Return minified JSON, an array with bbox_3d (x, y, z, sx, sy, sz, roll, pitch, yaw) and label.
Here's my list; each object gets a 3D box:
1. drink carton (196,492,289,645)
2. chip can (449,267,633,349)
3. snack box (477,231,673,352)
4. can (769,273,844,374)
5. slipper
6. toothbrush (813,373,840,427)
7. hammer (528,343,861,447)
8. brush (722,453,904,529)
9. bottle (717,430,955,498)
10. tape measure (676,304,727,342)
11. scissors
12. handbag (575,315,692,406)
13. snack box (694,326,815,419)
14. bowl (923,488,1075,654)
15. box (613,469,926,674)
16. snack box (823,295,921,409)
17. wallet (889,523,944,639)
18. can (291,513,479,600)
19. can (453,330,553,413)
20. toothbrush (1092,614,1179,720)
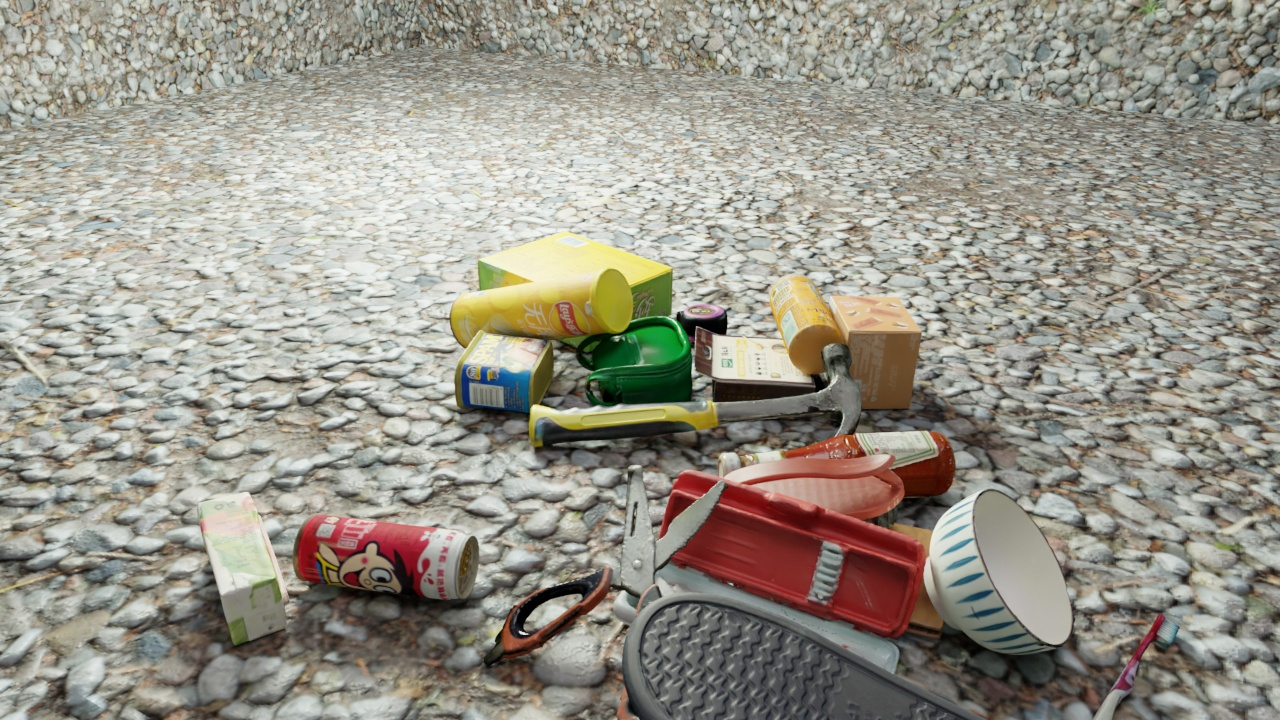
[{"bbox_3d":[-0.305,0.156,0.706,0.045,0.054,0.122,-15,31,-28],"label":"drink carton"},{"bbox_3d":[-0.114,-0.055,1.034,0.214,0.072,0.071,-6,20,33],"label":"chip can"},{"bbox_3d":[-0.084,-0.094,1.179,0.210,0.070,0.157,24,35,38],"label":"snack box"},{"bbox_3d":[0.178,-0.042,0.994,0.058,0.058,0.145,0,27,-1],"label":"can"},{"bbox_3d":[0.108,0.234,0.543,0.268,0.083,0.110,22,41,4],"label":"slipper"},{"bbox_3d":[0.195,0.019,1.017,0.014,0.018,0.189,0,28,-4],"label":"toothbrush"},{"bbox_3d":[0.052,0.055,0.893,0.323,0.032,0.126,-5,56,3],"label":"hammer"},{"bbox_3d":[0.140,0.112,0.747,0.146,0.069,0.063,-10,27,11],"label":"brush"},{"bbox_3d":[0.172,0.096,0.814,0.206,0.060,0.059,-2,27,-6],"label":"bottle"},{"bbox_3d":[0.077,-0.043,1.115,0.057,0.039,0.058,-13,25,-24],"label":"tape measure"},{"bbox_3d":[-0.009,0.167,0.658,0.225,0.015,0.189,-34,46,-13],"label":"scissors"},{"bbox_3d":[-0.006,0.006,0.986,0.120,0.068,0.131,-5,27,-8],"label":"handbag"},{"bbox_3d":[0.120,0.012,0.989,0.126,0.053,0.113,3,27,4],"label":"snack box"},{"bbox_3d":[0.251,0.159,0.667,0.066,0.116,0.116,-36,3,37],"label":"bowl"},{"bbox_3d":[0.096,0.168,0.677,0.201,0.074,0.154,15,58,24],"label":"box"},{"bbox_3d":[0.247,-0.010,0.989,0.077,0.093,0.094,0,27,-2],"label":"snack box"},{"bbox_3d":[0.195,0.167,0.727,0.101,0.020,0.115,8,30,21],"label":"wallet"},{"bbox_3d":[-0.196,0.153,0.713,0.133,0.053,0.053,5,28,9],"label":"can"},{"bbox_3d":[-0.144,0.012,0.986,0.083,0.057,0.101,6,28,7],"label":"can"},{"bbox_3d":[0.328,0.224,0.619,0.017,0.016,0.187,32,40,31],"label":"toothbrush"}]
